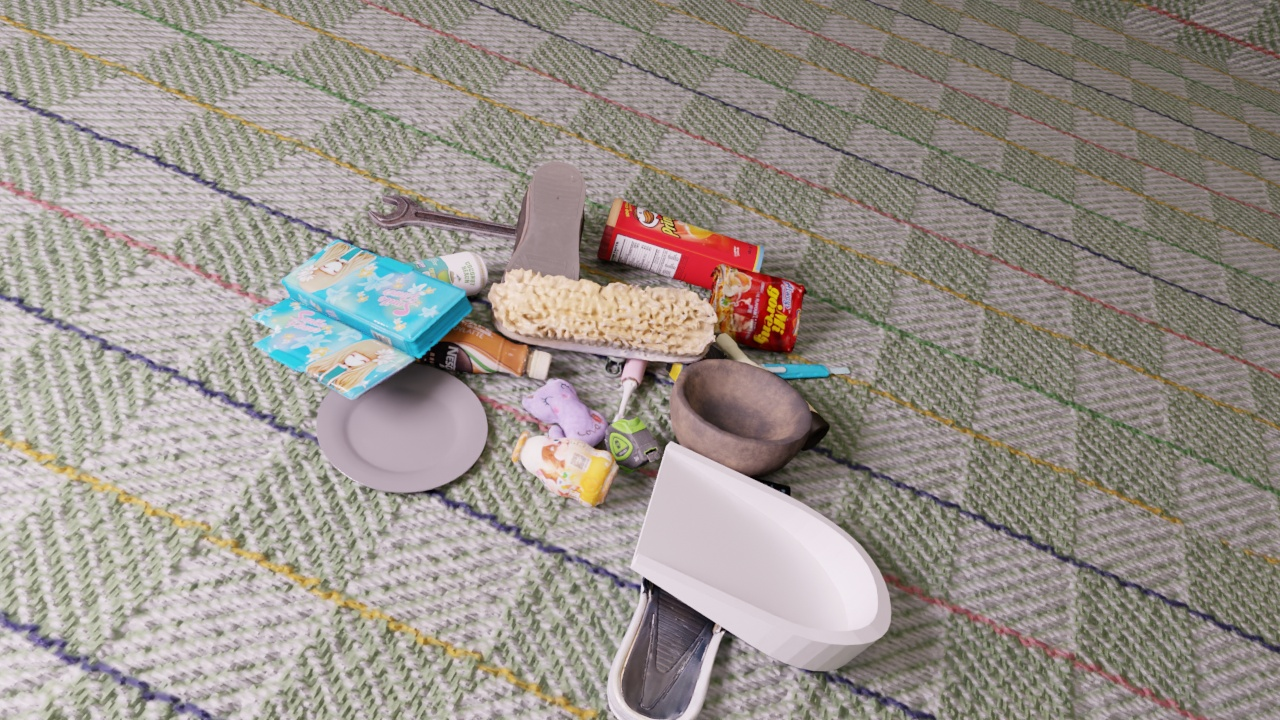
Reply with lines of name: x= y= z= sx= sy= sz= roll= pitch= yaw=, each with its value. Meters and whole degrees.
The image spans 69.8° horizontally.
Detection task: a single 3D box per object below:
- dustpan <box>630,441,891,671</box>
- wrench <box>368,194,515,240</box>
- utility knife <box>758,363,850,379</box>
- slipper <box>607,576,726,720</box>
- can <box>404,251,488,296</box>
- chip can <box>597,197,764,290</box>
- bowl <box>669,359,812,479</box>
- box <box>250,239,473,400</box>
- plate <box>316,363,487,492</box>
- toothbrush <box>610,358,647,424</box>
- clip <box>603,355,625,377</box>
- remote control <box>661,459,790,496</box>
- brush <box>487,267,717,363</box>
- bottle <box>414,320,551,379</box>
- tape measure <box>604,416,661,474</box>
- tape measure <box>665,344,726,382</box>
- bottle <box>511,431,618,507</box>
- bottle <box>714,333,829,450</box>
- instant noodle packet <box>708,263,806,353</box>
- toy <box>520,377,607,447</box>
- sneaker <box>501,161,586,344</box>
dustpan: x=0.129 y=0.193 z=0.909 sx=0.257 sy=0.053 sz=0.191 roll=34 pitch=31 yaw=-8
wrench: x=-0.228 y=-0.183 z=1.247 sx=0.273 sy=0.010 sz=0.070 roll=9 pitch=45 yaw=-10
utility knife: x=0.215 y=0.016 z=1.198 sx=0.140 sy=0.015 sz=0.022 roll=1 pitch=71 yaw=-20
slipper: x=0.045 y=0.234 z=0.897 sx=0.111 sy=0.063 sz=0.263 roll=23 pitch=47 yaw=4
can: x=-0.243 y=-0.101 z=1.130 sx=0.101 sy=0.055 sz=0.055 roll=-16 pitch=54 yaw=-30
chip can: x=0.054 y=-0.150 z=1.254 sx=0.213 sy=0.087 sz=0.086 roll=17 pitch=44 yaw=-3
bowl: x=0.109 y=0.072 z=1.050 sx=0.162 sy=0.070 sz=0.162 roll=11 pitch=33 yaw=-7
box: x=-0.327 y=-0.047 z=1.022 sx=0.227 sy=0.039 sz=0.181 roll=22 pitch=52 yaw=30
plate: x=-0.255 y=0.071 z=0.989 sx=0.178 sy=0.012 sz=0.178 roll=9 pitch=45 yaw=-10
toothbrush: x=-0.007 y=0.007 z=1.124 sx=0.027 sy=0.027 sz=0.222 roll=34 pitch=42 yaw=-16
clip: x=-0.030 y=-0.013 z=1.136 sx=0.023 sy=0.037 sz=0.074 roll=12 pitch=40 yaw=-5
remote control: x=0.093 y=0.146 z=1.026 sx=0.150 sy=0.022 sz=0.047 roll=14 pitch=45 yaw=-2
brush: x=-0.043 y=-0.051 z=1.084 sx=0.271 sy=0.057 sz=0.083 roll=8 pitch=74 yaw=-7
bottle: x=-0.186 y=-0.012 z=1.059 sx=0.167 sy=0.059 sz=0.059 roll=14 pitch=45 yaw=-5
tape measure: x=-0.009 y=0.091 z=1.014 sx=0.035 sy=0.066 sz=0.058 roll=-20 pitch=80 yaw=-35
tape measure: x=0.068 y=0.005 z=1.140 sx=0.071 sy=0.042 sz=0.072 roll=25 pitch=40 yaw=5
bottle: x=-0.080 y=0.111 z=0.972 sx=0.109 sy=0.063 sz=0.063 roll=24 pitch=44 yaw=5
bottle: x=0.156 y=0.032 z=1.139 sx=0.045 sy=0.045 sz=0.184 roll=-22 pitch=57 yaw=-34
instant noodle packet: x=0.148 y=-0.067 z=1.205 sx=0.135 sy=0.098 sz=0.040 roll=12 pitch=0 yaw=-8
toy: x=-0.087 y=0.064 z=1.035 sx=0.100 sy=0.037 sz=0.080 roll=39 pitch=47 yaw=18
sneaker: x=-0.129 y=-0.124 z=1.173 sx=0.095 sy=0.120 sz=0.234 roll=8 pitch=75 yaw=-11
